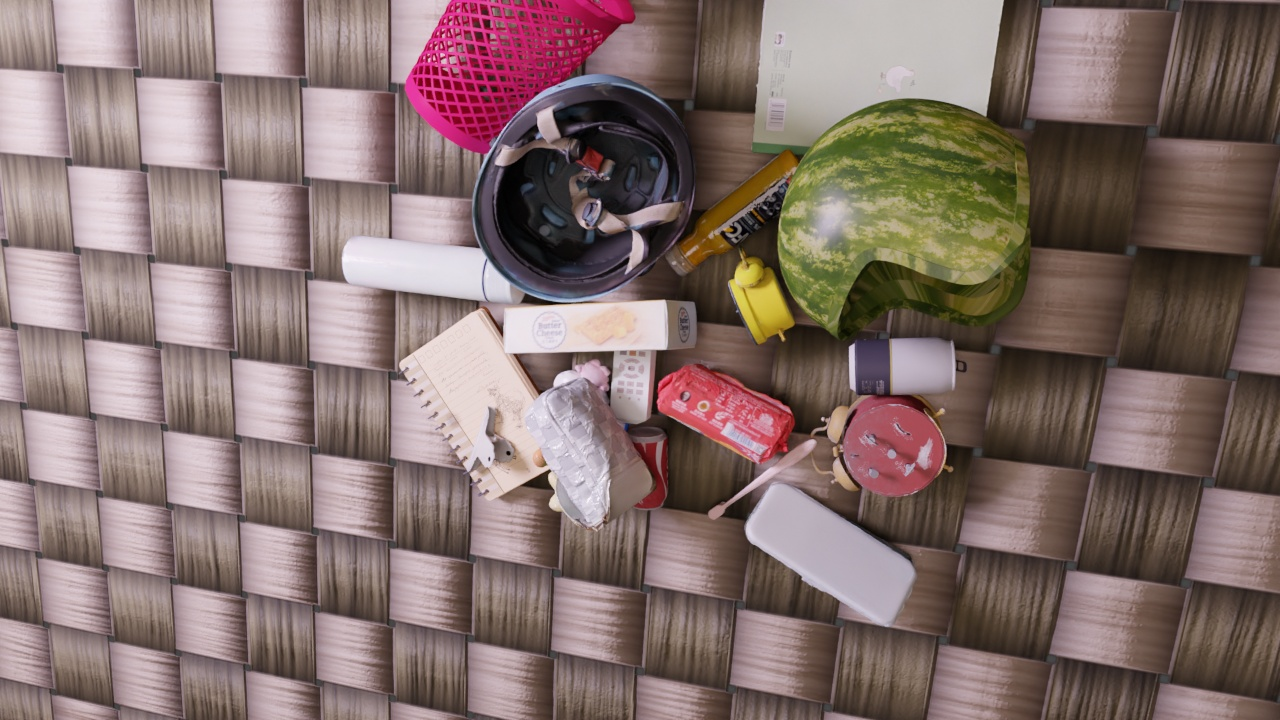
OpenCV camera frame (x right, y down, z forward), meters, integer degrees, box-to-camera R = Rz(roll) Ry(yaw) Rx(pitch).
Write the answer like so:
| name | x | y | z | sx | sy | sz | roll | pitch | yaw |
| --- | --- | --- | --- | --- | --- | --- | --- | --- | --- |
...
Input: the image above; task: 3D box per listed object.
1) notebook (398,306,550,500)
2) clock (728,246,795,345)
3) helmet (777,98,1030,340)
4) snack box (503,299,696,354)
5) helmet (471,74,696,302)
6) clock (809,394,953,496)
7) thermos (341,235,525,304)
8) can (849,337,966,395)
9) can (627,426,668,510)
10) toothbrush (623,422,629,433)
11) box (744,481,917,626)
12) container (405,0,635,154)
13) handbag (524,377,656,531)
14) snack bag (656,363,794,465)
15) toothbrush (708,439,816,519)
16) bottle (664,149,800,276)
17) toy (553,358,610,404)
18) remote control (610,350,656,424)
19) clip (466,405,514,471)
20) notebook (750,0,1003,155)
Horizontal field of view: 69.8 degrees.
| name | x | y | z | sx | sy | sz | roll | pitch | yaw |
| --- | --- | --- | --- | --- | --- | --- | --- | --- | --- |
| notebook | -0.204 | 0.064 | 1.195 | 0.168 | 0.024 | 0.225 | -30 | 95 | 28 |
| clock | 0.134 | -0.076 | 1.061 | 0.057 | 0.083 | 0.119 | -24 | 99 | 12 |
| helmet | 0.264 | -0.146 | 0.940 | 0.248 | 0.213 | 0.243 | -5 | 78 | 23 |
| snack box | -0.047 | -0.039 | 1.085 | 0.208 | 0.104 | 0.057 | -1 | 92 | 22 |
| helmet | -0.060 | -0.195 | 1.033 | 0.225 | 0.166 | 0.266 | 41 | 110 | -16 |
| clock | 0.276 | 0.100 | 1.068 | 0.159 | 0.081 | 0.117 | -8 | 101 | 15 |
| thermos | -0.258 | -0.115 | 1.157 | 0.230 | 0.067 | 0.068 | 7 | 104 | 12 |
| can | 0.304 | 0.007 | 1.048 | 0.127 | 0.064 | 0.064 | -1 | 103 | 14 |
| can | 0.008 | 0.136 | 1.158 | 0.054 | 0.054 | 0.096 | 2 | 104 | 13 |
| toothbrush | -0.028 | 0.122 | 1.183 | 0.021 | 0.017 | 0.135 | 19 | 107 | 11 |
| box | 0.226 | 0.235 | 1.101 | 0.216 | 0.109 | 0.108 | 29 | 104 | 5 |
| container | -0.149 | -0.357 | 1.025 | 0.183 | 0.182 | 0.226 | 46 | 116 | 0 |
| handbag | -0.073 | 0.113 | 1.102 | 0.124 | 0.112 | 0.171 | -32 | 87 | 39 |
| snack bag | 0.104 | 0.060 | 1.104 | 0.176 | 0.082 | 0.082 | 28 | 108 | 6 |
| toothbrush | 0.149 | 0.146 | 1.125 | 0.182 | 0.018 | 0.015 | -42 | 84 | 31 |
| bottle | 0.110 | -0.166 | 1.060 | 0.186 | 0.053 | 0.053 | -36 | 93 | 19 |
| toy | -0.077 | 0.045 | 1.164 | 0.076 | 0.037 | 0.126 | 34 | 119 | 4 |
| remote control | -0.007 | 0.007 | 1.140 | 0.050 | 0.024 | 0.143 | 5 | 93 | 22 |
| clip | -0.192 | 0.113 | 1.183 | 0.054 | 0.038 | 0.102 | 39 | 120 | 32 |
| notebook | 0.255 | -0.313 | 1.012 | 0.253 | 0.010 | 0.182 | 7 | 105 | 13 |
